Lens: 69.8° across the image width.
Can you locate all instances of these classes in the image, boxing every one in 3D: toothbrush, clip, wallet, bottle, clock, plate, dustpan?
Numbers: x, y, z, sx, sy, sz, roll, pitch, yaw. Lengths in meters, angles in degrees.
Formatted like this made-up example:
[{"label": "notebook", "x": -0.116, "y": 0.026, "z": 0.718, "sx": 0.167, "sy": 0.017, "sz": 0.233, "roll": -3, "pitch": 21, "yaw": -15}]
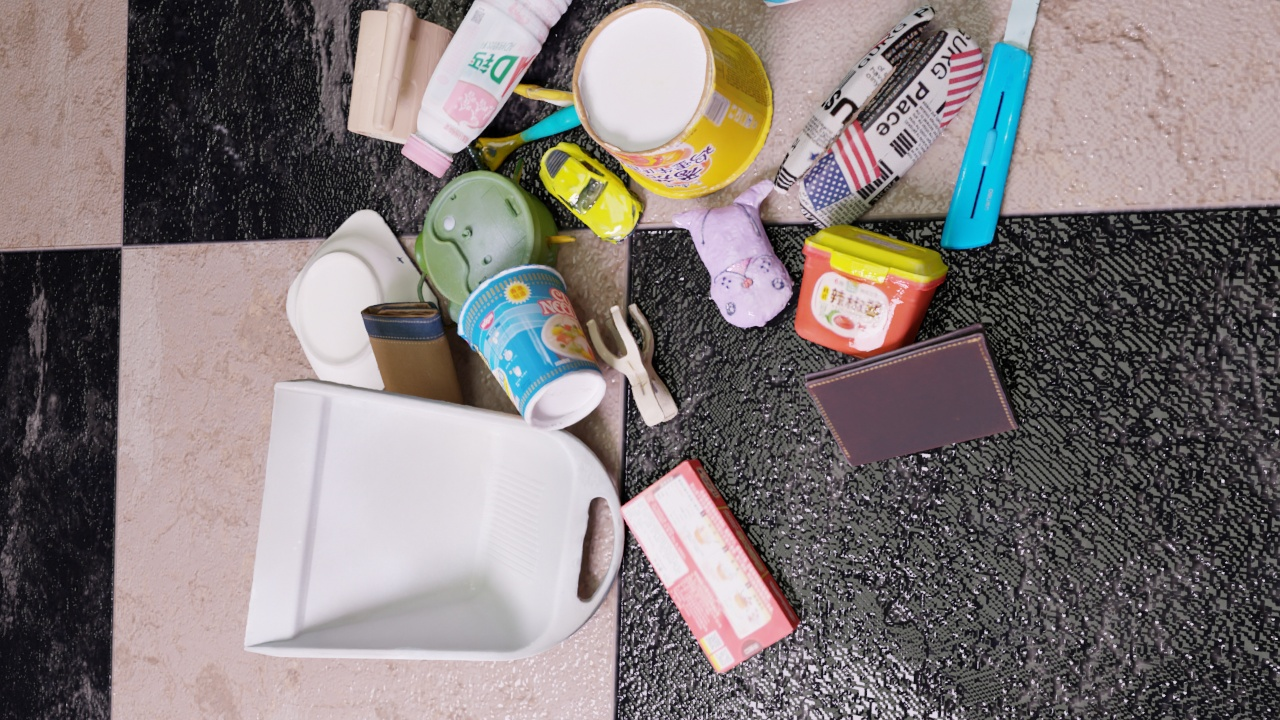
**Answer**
[{"label": "toothbrush", "x": -0.090, "y": -0.235, "z": 0.802, "sx": 0.191, "sy": 0.018, "sz": 0.016, "roll": 21, "pitch": 101, "yaw": 25}, {"label": "clip", "x": -0.010, "y": 0.002, "z": 0.735, "sx": 0.035, "sy": 0.082, "sz": 0.104, "roll": -27, "pitch": 67, "yaw": 24}, {"label": "wallet", "x": 0.187, "y": 0.028, "z": 0.632, "sx": 0.122, "sy": 0.020, "sz": 0.096, "roll": -18, "pitch": 125, "yaw": 25}, {"label": "bottle", "x": -0.135, "y": -0.249, "z": 0.779, "sx": 0.068, "sy": 0.068, "sz": 0.197, "roll": 35, "pitch": 94, "yaw": 22}, {"label": "clock", "x": -0.140, "y": -0.092, "z": 0.806, "sx": 0.161, "sy": 0.056, "sz": 0.116, "roll": -39, "pitch": 73, "yaw": 21}, {"label": "plate", "x": -0.283, "y": -0.049, "z": 0.891, "sx": 0.165, "sy": 0.034, "sz": 0.163, "roll": -43, "pitch": 72, "yaw": 21}, {"label": "wallet", "x": -0.201, "y": 0.005, "z": 0.828, "sx": 0.090, "sy": 0.033, "sz": 0.115, "roll": 3, "pitch": 116, "yaw": 29}, {"label": "dustpan", "x": -0.153, "y": 0.140, "z": 0.740, "sx": 0.143, "sy": 0.257, "sz": 0.223, "roll": 13, "pitch": 96, "yaw": 50}]

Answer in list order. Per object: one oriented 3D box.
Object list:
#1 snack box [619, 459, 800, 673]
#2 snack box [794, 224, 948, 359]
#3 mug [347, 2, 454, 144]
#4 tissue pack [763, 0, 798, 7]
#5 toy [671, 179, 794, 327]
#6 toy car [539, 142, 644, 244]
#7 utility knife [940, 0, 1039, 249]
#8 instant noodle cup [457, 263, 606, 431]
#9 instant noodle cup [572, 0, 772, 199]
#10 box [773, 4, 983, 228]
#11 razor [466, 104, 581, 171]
[{"label": "snack box", "x": 0.053, "y": 0.161, "z": 0.726, "sx": 0.075, "sy": 0.025, "sz": 0.153, "roll": -39, "pitch": 74, "yaw": 20}, {"label": "snack box", "x": 0.159, "y": -0.046, "z": 0.647, "sx": 0.091, "sy": 0.081, "sz": 0.080, "roll": 22, "pitch": 113, "yaw": 26}, {"label": "mug", "x": -0.213, "y": -0.249, "z": 0.811, "sx": 0.084, "sy": 0.124, "sz": 0.103, "roll": 10, "pitch": 97, "yaw": -11}, {"label": "tissue pack", "x": 0.133, "y": -0.300, "z": 0.649, "sx": 0.140, "sy": 0.089, "sz": 0.063, "roll": -4, "pitch": 88, "yaw": 27}, {"label": "toy", "x": 0.080, "y": -0.078, "z": 0.706, "sx": 0.084, "sy": 0.039, "sz": 0.108, "roll": -22, "pitch": 79, "yaw": 16}, {"label": "toy car", "x": -0.044, "y": -0.142, "z": 0.771, "sx": 0.105, "sy": 0.032, "sz": 0.048, "roll": 44, "pitch": 108, "yaw": 18}, {"label": "utility knife", "x": 0.246, "y": -0.170, "z": 0.634, "sx": 0.034, "sy": 0.018, "sz": 0.191, "roll": 14, "pitch": 95, "yaw": 27}, {"label": "instant noodle cup", "x": -0.082, "y": -0.005, "z": 0.741, "sx": 0.099, "sy": 0.099, "sz": 0.110, "roll": -45, "pitch": 59, "yaw": 20}, {"label": "instant noodle cup", "x": 0.019, "y": -0.198, "z": 0.690, "sx": 0.138, "sy": 0.109, "sz": 0.138, "roll": 1, "pitch": 92, "yaw": 22}, {"label": "box", "x": 0.171, "y": -0.165, "z": 0.653, "sx": 0.088, "sy": 0.076, "sz": 0.163, "roll": 42, "pitch": 106, "yaw": -2}, {"label": "razor", "x": -0.094, "y": -0.197, "z": 0.798, "sx": 0.133, "sy": 0.028, "sz": 0.043, "roll": -16, "pitch": 106, "yaw": 29}]
